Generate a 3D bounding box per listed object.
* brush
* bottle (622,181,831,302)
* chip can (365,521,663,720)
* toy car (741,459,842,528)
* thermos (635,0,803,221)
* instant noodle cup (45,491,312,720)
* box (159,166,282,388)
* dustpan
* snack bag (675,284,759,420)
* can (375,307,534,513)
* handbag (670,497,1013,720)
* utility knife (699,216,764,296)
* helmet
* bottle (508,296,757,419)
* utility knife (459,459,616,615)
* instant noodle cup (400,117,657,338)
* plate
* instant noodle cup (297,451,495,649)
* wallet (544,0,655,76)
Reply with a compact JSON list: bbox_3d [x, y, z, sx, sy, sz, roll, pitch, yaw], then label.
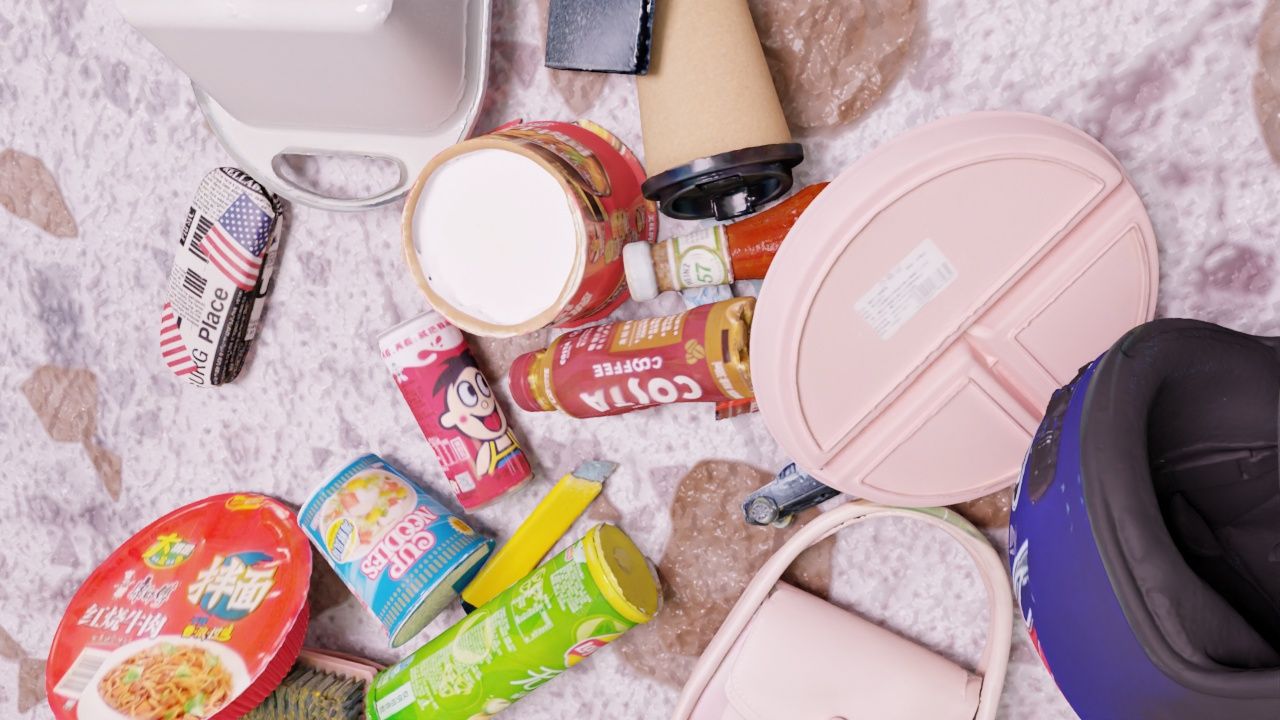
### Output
[{"bbox_3d":[-0.262,0.245,0.693,0.146,0.073,0.063,8,105,17],"label":"brush"},{"bbox_3d":[0.093,-0.068,0.512,0.206,0.059,0.060,-11,101,6],"label":"bottle"},{"bbox_3d":[-0.091,0.197,0.629,0.222,0.072,0.072,-36,93,15],"label":"chip can"},{"bbox_3d":[0.104,0.077,0.574,0.091,0.043,0.034,-31,67,16],"label":"toy car"},{"bbox_3d":[0.035,-0.153,0.513,0.093,0.093,0.143,-12,92,17],"label":"thermos"},{"bbox_3d":[-0.313,0.191,0.655,0.194,0.193,0.066,-2,136,15],"label":"instant noodle cup"},{"bbox_3d":[-0.295,-0.056,0.646,0.068,0.051,0.164,25,110,-3],"label":"box"},{"bbox_3d":[-0.187,-0.234,0.553,0.223,0.142,0.257,6,77,12],"label":"dustpan"},{"bbox_3d":[0.051,-0.015,0.570,0.048,0.026,0.104,-16,100,23],"label":"snack bag"},{"bbox_3d":[-0.124,0.032,0.613,0.053,0.053,0.133,-24,97,18],"label":"can"},{"bbox_3d":[0.139,0.193,0.580,0.193,0.093,0.234,24,100,7],"label":"handbag"},{"bbox_3d":[0.110,-0.006,0.565,0.029,0.013,0.218,-40,91,20],"label":"utility knife"},{"bbox_3d":[0.292,0.084,0.411,0.241,0.246,0.315,-9,125,47],"label":"helmet"},{"bbox_3d":[-0.003,0.003,0.557,0.175,0.057,0.057,-10,101,34],"label":"bottle"},{"bbox_3d":[-0.074,0.127,0.644,0.033,0.015,0.172,34,110,-17],"label":"utility knife"},{"bbox_3d":[-0.068,-0.074,0.544,0.138,0.108,0.138,4,105,13],"label":"instant noodle cup"},{"bbox_3d":[0.172,-0.014,0.487,0.229,0.028,0.230,-4,118,-9],"label":"plate"},{"bbox_3d":[-0.174,0.125,0.633,0.110,0.099,0.099,40,110,9],"label":"instant noodle cup"},{"bbox_3d":[-0.022,-0.209,0.505,0.019,0.121,0.097,-3,108,-29],"label":"wallet"}]
